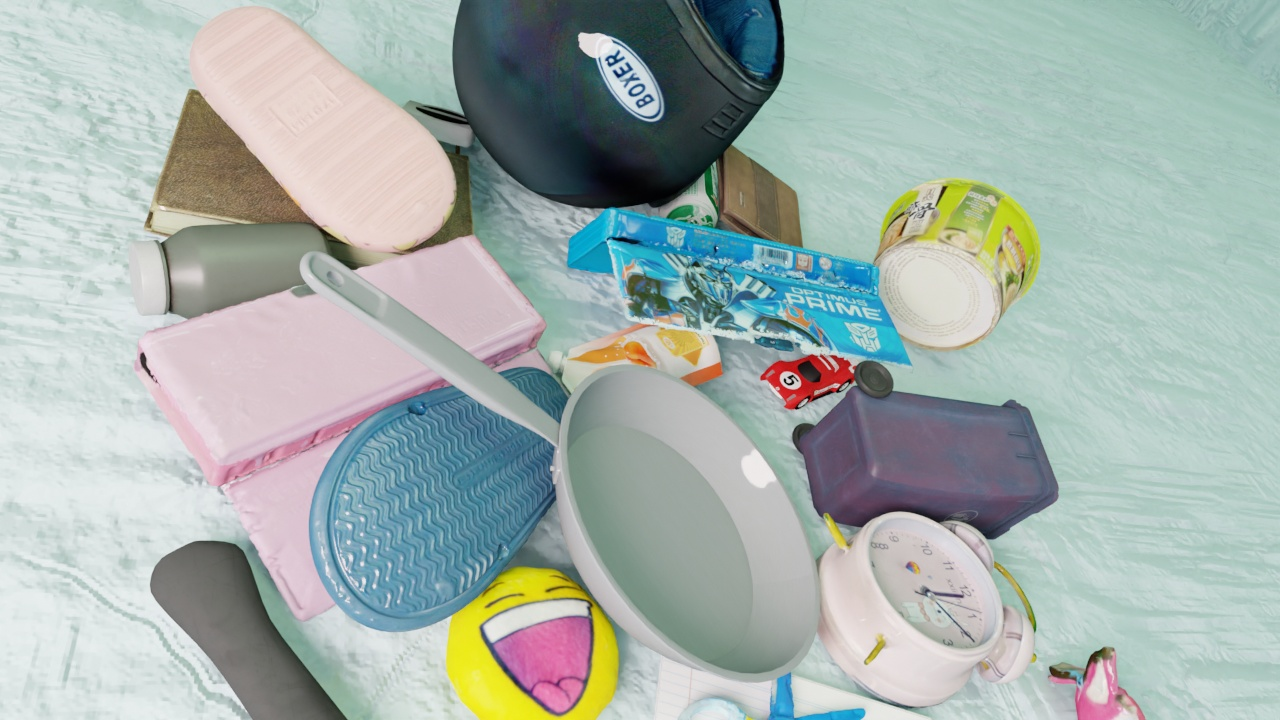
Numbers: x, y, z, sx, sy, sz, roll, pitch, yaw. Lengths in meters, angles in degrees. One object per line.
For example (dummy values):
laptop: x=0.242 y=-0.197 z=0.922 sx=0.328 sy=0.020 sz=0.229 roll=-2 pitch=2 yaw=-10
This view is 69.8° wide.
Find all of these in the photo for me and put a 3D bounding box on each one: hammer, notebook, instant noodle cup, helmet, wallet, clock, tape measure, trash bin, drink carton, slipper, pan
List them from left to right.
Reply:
slipper: x=-0.211 y=-0.143 z=0.609 sx=0.197 sy=0.082 sz=0.093 roll=42 pitch=73 yaw=-1
notebook: x=-0.229 y=-0.138 z=0.681 sx=0.215 sy=0.035 sz=0.189 roll=10 pitch=43 yaw=-21
hammer: x=-0.121 y=0.197 z=0.396 sx=0.311 sy=0.030 sz=0.124 roll=43 pitch=46 yaw=19
tape measure: x=-0.171 y=-0.201 z=0.777 sx=0.065 sy=0.017 sz=0.064 roll=14 pitch=22 yaw=-11
slipper: x=-0.100 y=0.063 z=0.498 sx=0.104 sy=0.059 sz=0.213 roll=60 pitch=31 yaw=-6
pan: x=-0.031 y=0.053 z=0.501 sx=0.356 sy=0.051 sz=0.200 roll=32 pitch=35 yaw=-26
helmet: x=-0.027 y=-0.264 z=0.765 sx=0.249 sy=0.236 sz=0.315 roll=48 pitch=34 yaw=-26
drink carton: x=-0.004 y=0.004 z=0.666 sx=0.122 sy=0.039 sz=0.069 roll=-22 pitch=61 yaw=-35
wallet: x=0.112 y=-0.149 z=0.872 sx=0.098 sy=0.027 sz=0.120 roll=31 pitch=40 yaw=-26
notebook: x=0.082 y=0.269 z=0.452 sx=0.178 sy=0.013 sz=0.245 roll=19 pitch=41 yaw=-8
trash bin: x=0.208 y=0.071 z=0.667 sx=0.160 sy=0.094 sz=0.092 roll=8 pitch=54 yaw=-20
clock: x=0.188 y=0.156 z=0.592 sx=0.157 sy=0.059 sz=0.116 roll=8 pitch=44 yaw=-23
instant noodle cup: x=0.276 y=-0.082 z=0.832 sx=0.146 sy=0.147 sz=0.097 roll=35 pitch=51 yaw=7

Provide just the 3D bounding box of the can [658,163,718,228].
can: x=0.043 y=-0.151 z=0.833 sx=0.053 sy=0.053 sz=0.101 roll=17 pitch=41 yaw=-14

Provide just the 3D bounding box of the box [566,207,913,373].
box: x=0.081 y=-0.065 z=0.710 sx=0.243 sy=0.071 sz=0.170 roll=8 pitch=17 yaw=-22

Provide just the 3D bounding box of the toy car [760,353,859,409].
toy car: x=0.139 y=0.011 z=0.740 sx=0.089 sy=0.025 sz=0.038 roll=-17 pitch=57 yaw=-40

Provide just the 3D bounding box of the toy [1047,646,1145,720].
toy: x=0.304 y=0.237 z=0.583 sx=0.050 sy=0.065 sz=0.102 roll=-33 pitch=68 yaw=-11

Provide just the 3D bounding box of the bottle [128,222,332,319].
bottle: x=-0.248 y=-0.054 z=0.562 sx=0.108 sy=0.060 sz=0.060 roll=-8 pitch=53 yaw=-36

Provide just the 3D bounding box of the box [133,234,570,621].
box: x=-0.141 y=0.021 z=0.542 sx=0.232 sy=0.039 sz=0.179 roll=-29 pitch=77 yaw=-44

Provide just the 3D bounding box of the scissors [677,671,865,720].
scissors: x=0.070 y=0.204 z=0.498 sx=0.127 sy=0.015 sz=0.125 roll=22 pitch=37 yaw=-8

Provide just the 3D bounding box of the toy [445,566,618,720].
toy: x=-0.055 y=0.150 z=0.475 sx=0.095 sy=0.041 sz=0.094 roll=-2 pitch=53 yaw=-35
